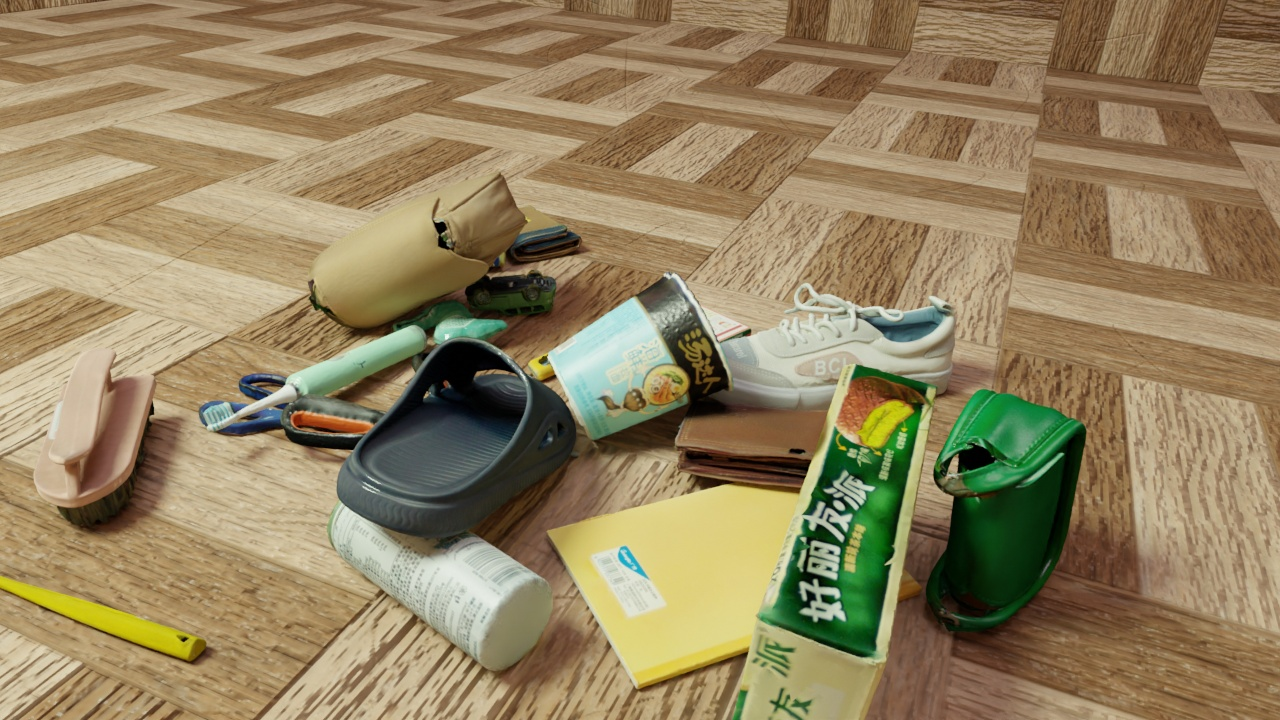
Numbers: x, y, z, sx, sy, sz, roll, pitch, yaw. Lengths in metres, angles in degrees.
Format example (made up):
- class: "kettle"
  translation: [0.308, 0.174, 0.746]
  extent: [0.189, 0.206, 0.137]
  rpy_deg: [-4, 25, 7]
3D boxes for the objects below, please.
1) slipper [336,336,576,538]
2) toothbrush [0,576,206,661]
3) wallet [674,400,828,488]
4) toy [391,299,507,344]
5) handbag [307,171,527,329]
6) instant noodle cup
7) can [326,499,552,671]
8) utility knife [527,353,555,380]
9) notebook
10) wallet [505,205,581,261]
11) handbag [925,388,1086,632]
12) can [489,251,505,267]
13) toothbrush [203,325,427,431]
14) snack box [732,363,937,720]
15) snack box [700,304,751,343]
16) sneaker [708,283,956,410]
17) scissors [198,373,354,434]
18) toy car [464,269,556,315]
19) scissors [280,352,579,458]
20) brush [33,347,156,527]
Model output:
- class: "slipper"
  translation: [-0.107, 0.036, 0.626]
  extent: [0.111, 0.083, 0.267]
  rpy_deg: [20, 15, 7]
- class: "toothbrush"
  translation: [-0.339, 0.142, 0.542]
  extent: [0.190, 0.017, 0.015]
  rpy_deg: [12, 31, 16]
- class: "wallet"
  translation: [0.092, 0.060, 0.709]
  extent: [0.124, 0.032, 0.101]
  rpy_deg: [5, 20, 10]
- class: "toy"
  translation: [-0.183, -0.033, 0.867]
  extent: [0.096, 0.030, 0.092]
  rpy_deg: [-18, 30, -20]
- class: "handbag"
  translation: [-0.208, -0.099, 0.866]
  extent: [0.205, 0.100, 0.147]
  rpy_deg: [-20, 17, 25]
- class: "instant noodle cup"
  translation: [-0.004, 0.004, 0.725]
  extent: [0.120, 0.111, 0.111]
  rpy_deg: [-28, 35, -5]
- class: "can"
  translation: [-0.123, 0.125, 0.553]
  extent: [0.147, 0.058, 0.058]
  rpy_deg: [23, 35, 33]
- class: "utility knife"
  translation: [-0.045, -0.015, 0.857]
  extent: [0.033, 0.015, 0.153]
  rpy_deg: [23, 34, 36]
- class: "notebook"
  translation: [0.059, 0.132, 0.608]
  extent: [0.206, 0.010, 0.146]
  rpy_deg: [-11, 32, -24]
- class: "wallet"
  translation: [-0.134, -0.152, 1.083]
  extent: [0.090, 0.033, 0.115]
  rpy_deg: [-15, 30, -28]
- class: "handbag"
  translation: [0.221, 0.092, 0.576]
  extent: [0.068, 0.131, 0.119]
  rpy_deg: [23, 37, 38]
- class: "can"
  translation: [-0.205, -0.136, 1.021]
  extent: [0.083, 0.057, 0.102]
  rpy_deg: [-12, 32, -21]
- class: "toothbrush"
  translation: [-0.258, 0.014, 0.752]
  extent: [0.027, 0.027, 0.223]
  rpy_deg: [-7, 15, 33]
- class: "snack box"
  translation: [0.116, 0.110, 0.527]
  extent: [0.063, 0.115, 0.239]
  rpy_deg: [16, 36, 14]
- class: "snack box"
  translation: [0.024, -0.012, 0.848]
  extent: [0.155, 0.027, 0.077]
  rpy_deg: [-23, 38, -39]
- class: "sneaker"
  translation: [0.165, -0.014, 0.802]
  extent: [0.242, 0.091, 0.089]
  rpy_deg: [-4, 29, -11]
- class: "scissors"
  translation: [-0.269, 0.049, 0.725]
  extent: [0.140, 0.012, 0.171]
  rpy_deg: [-20, 37, -38]
- class: "toy car"
  translation: [-0.130, -0.066, 0.921]
  extent: [0.091, 0.036, 0.043]
  rpy_deg: [-2, 31, -4]
- class: "scissors"
  translation: [-0.164, 0.047, 0.717]
  extent: [0.220, 0.022, 0.234]
  rpy_deg: [1, 27, -16]
- class: "brush"
  translation: [-0.385, 0.052, 0.644]
  extent: [0.063, 0.073, 0.145]
  rpy_deg: [-5, 32, -17]
